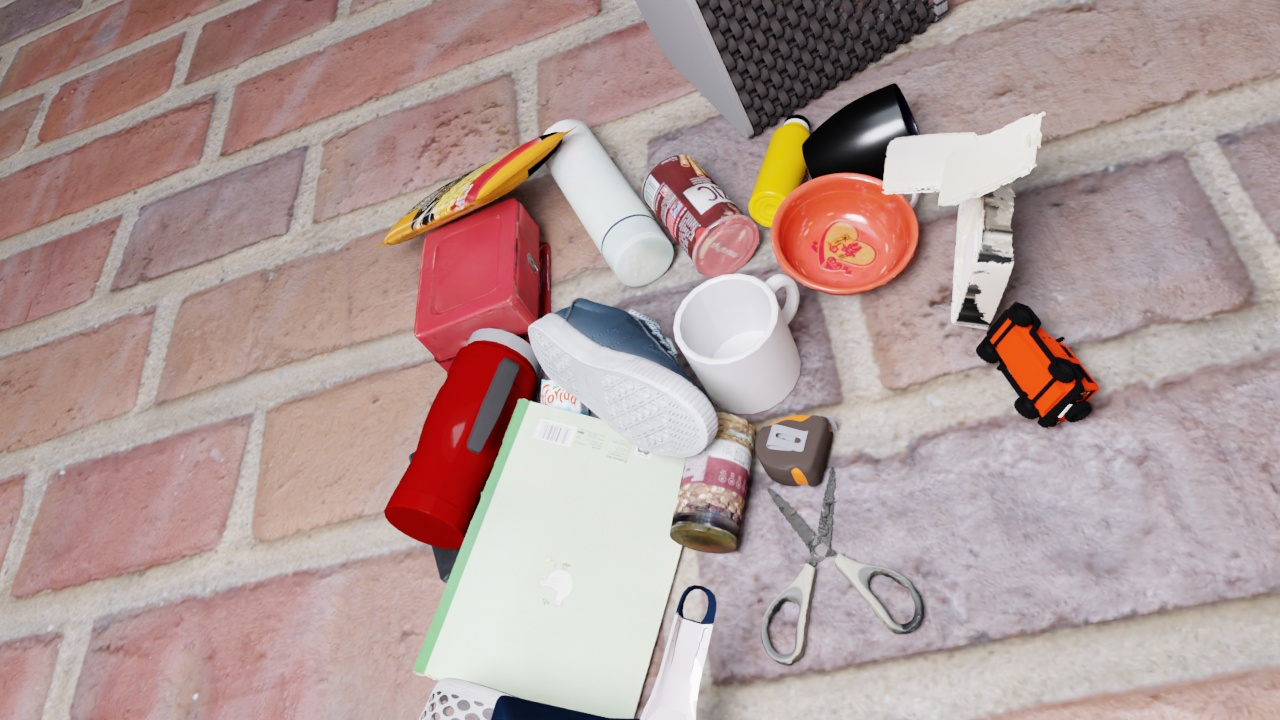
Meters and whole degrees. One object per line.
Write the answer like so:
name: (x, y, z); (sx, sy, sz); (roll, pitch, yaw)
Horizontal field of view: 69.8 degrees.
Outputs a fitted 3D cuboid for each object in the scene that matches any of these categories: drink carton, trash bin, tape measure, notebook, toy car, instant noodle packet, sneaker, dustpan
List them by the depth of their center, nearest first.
dustpan: (0.011, 0.285, 0.591); (0.236, 0.080, 0.273); (19, 82, -12)
trash bin: (-0.111, 0.332, 0.633); (0.157, 0.156, 0.182); (6, 59, 27)
toy car: (0.311, 0.004, 0.716); (0.048, 0.051, 0.100); (2, 46, -26)
tape measure: (0.126, 0.071, 0.763); (0.059, 0.038, 0.058); (3, 55, 31)
notebook: (-0.060, 0.162, 0.771); (0.182, 0.010, 0.252); (14, 64, 8)
sneaker: (-0.005, 0.005, 0.805); (0.087, 0.089, 0.236); (-33, 43, -26)
drink carton: (-0.071, 0.071, 0.855); (0.044, 0.038, 0.128); (-13, 55, 16)
instant noodle packet: (-0.185, -0.187, 1.007); (0.221, 0.032, 0.159); (-12, 27, 44)

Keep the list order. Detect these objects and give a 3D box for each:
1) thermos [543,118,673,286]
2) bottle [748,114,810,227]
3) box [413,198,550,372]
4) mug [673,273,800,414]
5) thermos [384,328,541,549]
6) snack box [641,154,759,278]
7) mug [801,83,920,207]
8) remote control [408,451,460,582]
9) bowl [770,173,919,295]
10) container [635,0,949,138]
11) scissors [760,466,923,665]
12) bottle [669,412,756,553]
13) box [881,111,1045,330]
thermos: (-0.041, -0.173, 0.983); (0.068, 0.068, 0.230); (-33, 52, 1)
bottle: (0.144, -0.194, 0.916); (0.043, 0.043, 0.143); (0, 47, 24)
box: (-0.165, -0.077, 0.967); (0.129, 0.087, 0.157); (-20, 53, 18)
mug: (0.097, -0.024, 0.808); (0.121, 0.090, 0.091); (-46, 52, -9)
thermos: (-0.156, 0.064, 0.846); (0.108, 0.084, 0.198); (-41, 24, 53)
snack box: (0.058, -0.146, 0.917); (0.072, 0.072, 0.121); (-34, 51, 1)
mug: (0.216, -0.189, 0.877); (0.100, 0.084, 0.119); (-21, 82, 26)
remote control: (-0.189, 0.137, 0.876); (0.047, 0.022, 0.150); (-31, 52, 4)
bowl: (0.185, -0.107, 0.842); (0.130, 0.045, 0.130); (-5, 63, 9)
container: (0.130, -0.424, 0.959); (0.244, 0.245, 0.247); (-36, 52, 3)
scissors: (0.146, 0.164, 0.714); (0.158, 0.012, 0.170); (20, 68, 33)
bottle: (0.061, 0.101, 0.764); (0.056, 0.056, 0.105); (0, 60, 24)
box: (0.248, -0.137, 0.737); (0.105, 0.188, 0.143); (8, 56, 11)
